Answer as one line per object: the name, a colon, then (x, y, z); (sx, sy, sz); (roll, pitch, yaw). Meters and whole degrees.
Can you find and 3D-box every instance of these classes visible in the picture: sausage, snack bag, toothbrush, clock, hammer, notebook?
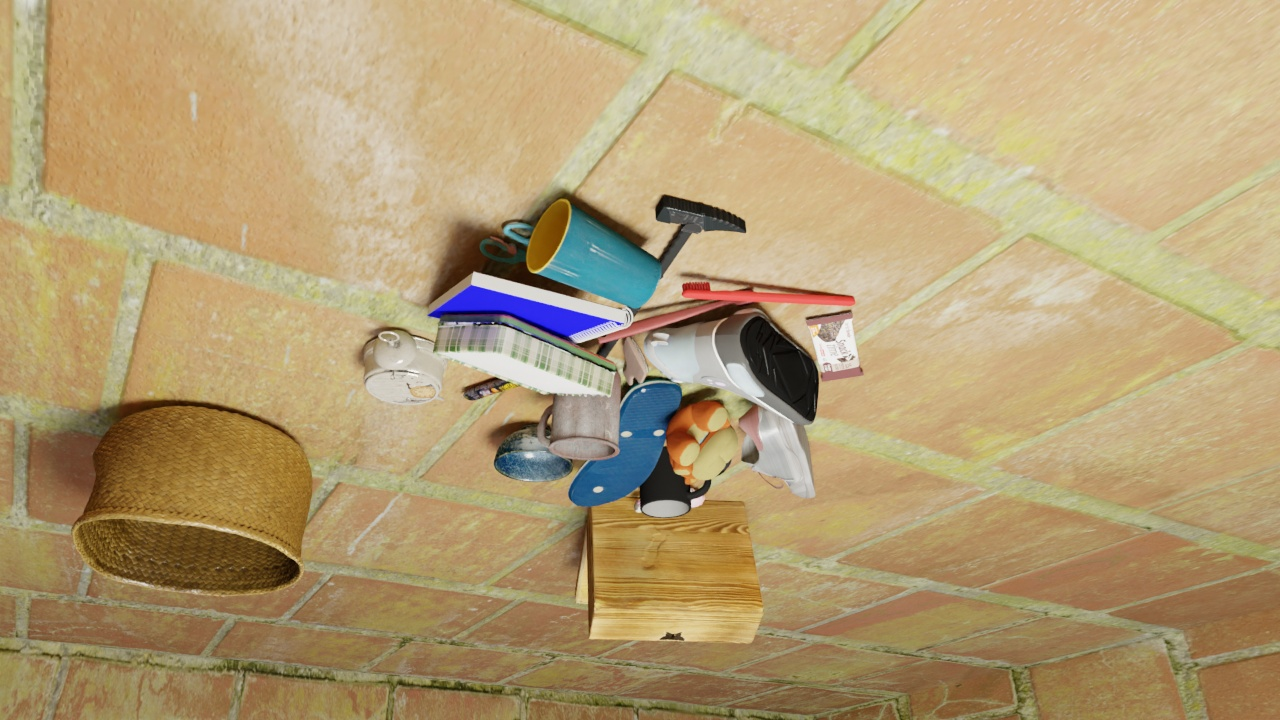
sausage: (-0.176, 0.030, 1.208); (0.156, 0.020, 0.020); (-17, 146, 26)
snack bag: (0.246, -0.013, 1.151); (0.057, 0.013, 0.158); (-10, 148, 13)
toothbrush: (0.041, -0.050, 1.062); (0.190, 0.016, 0.016); (-15, 160, 11)
clock: (-0.295, 0.009, 1.128); (0.103, 0.061, 0.157); (0, 152, -1)
hammer: (0.010, -0.073, 1.043); (0.095, 0.015, 0.326); (9, 149, -19)
notebook: (-0.126, -0.050, 1.000); (0.171, 0.022, 0.209); (13, 169, -23)
toothbrush: (0.146, -0.076, 1.034); (0.212, 0.017, 0.012); (2, 154, -17)

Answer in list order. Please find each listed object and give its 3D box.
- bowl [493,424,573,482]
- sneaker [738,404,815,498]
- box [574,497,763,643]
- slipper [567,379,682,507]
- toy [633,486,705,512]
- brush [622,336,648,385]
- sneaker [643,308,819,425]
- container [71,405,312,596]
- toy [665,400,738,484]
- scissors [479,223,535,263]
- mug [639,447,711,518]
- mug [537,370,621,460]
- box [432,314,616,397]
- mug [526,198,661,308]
bowl: (-0.154, 0.129, 1.340); (0.114, 0.060, 0.114); (1, 150, 1)
sneaker: (0.193, 0.131, 1.320); (0.089, 0.099, 0.236); (-11, 141, 14)
box: (0.032, 0.411, 1.638); (0.279, 0.285, 0.337); (3, 133, -6)
slipper: (-0.022, 0.113, 1.322); (0.118, 0.060, 0.296); (6, 137, -22)
toy: (0.049, 0.227, 1.537); (0.122, 0.038, 0.079); (8, 137, -13)
brush: (-0.007, 0.007, 1.143); (0.015, 0.050, 0.136); (-25, 170, -11)
sneaker: (0.116, 0.016, 1.142); (0.161, 0.093, 0.256); (-1, 159, 30)
container: (-0.627, 0.201, 1.320); (0.307, 0.196, 0.308); (1, 149, 0)
toy: (0.085, 0.116, 1.283); (0.096, 0.112, 0.176); (37, 172, 13)
scissors: (-0.097, -0.115, 0.977); (0.141, 0.015, 0.076); (12, 146, -32)
mug: (0.054, 0.185, 1.413); (0.114, 0.087, 0.078); (-12, 148, 19)
mug: (-0.083, 0.069, 1.189); (0.123, 0.110, 0.096); (-10, 150, 29)
box: (-0.129, -0.004, 1.061); (0.118, 0.050, 0.205); (-1, 165, 38)
mug: (-0.043, -0.101, 0.923); (0.121, 0.078, 0.078); (24, 142, -31)
